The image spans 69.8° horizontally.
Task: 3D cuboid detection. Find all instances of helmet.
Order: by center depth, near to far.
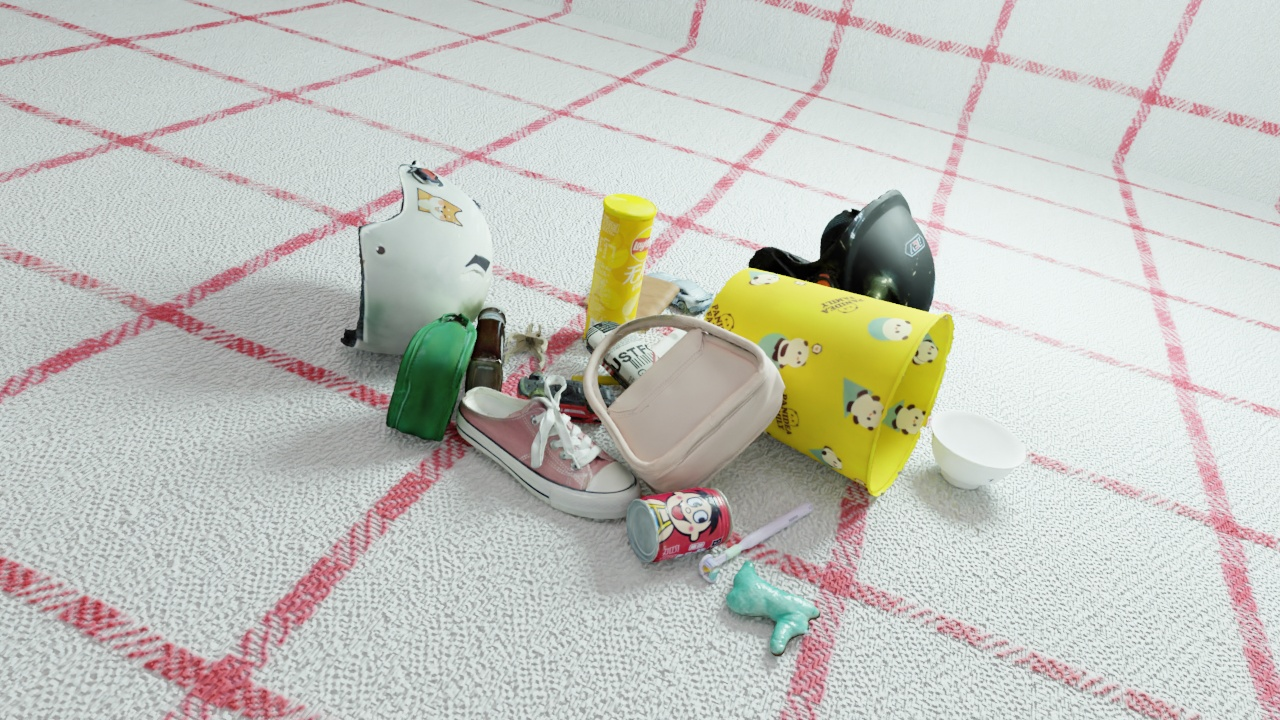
[{"bbox_3d":[-0.267,-0.119,1.172,0.157,0.231,0.273,19,37,-8],"label":"helmet"},{"bbox_3d":[0.300,-0.106,1.296,0.232,0.276,0.230,-30,77,-41],"label":"helmet"}]

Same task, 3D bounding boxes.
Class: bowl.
[{"bbox_3d":[0.412,0.122,1.152,0.118,0.065,0.118,9,31,-6],"label":"bowl"}]

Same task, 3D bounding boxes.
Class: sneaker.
[{"bbox_3d":[-0.101,0.086,1.009,0.241,0.088,0.118,29,35,19],"label":"sneaker"}]

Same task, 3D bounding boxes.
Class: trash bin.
[{"bbox_3d":[0.218,0.011,1.131,0.255,0.230,0.228,23,33,28],"label":"trash bin"}]

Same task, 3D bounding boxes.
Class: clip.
[{"bbox_3d":[-0.159,-0.024,1.224,0.095,0.035,0.102,-2,29,-24],"label":"clip"}]

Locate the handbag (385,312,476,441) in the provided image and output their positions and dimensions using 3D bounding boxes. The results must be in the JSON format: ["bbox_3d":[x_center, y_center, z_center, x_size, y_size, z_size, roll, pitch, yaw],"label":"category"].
[{"bbox_3d":[-0.235,0.019,1.039,0.068,0.131,0.120,18,26,-9],"label":"handbag"}]

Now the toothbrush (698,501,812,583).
[{"bbox_3d":[0.130,0.190,0.992,0.188,0.029,0.021,-20,6,-43],"label":"toothbrush"}]

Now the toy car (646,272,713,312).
[{"bbox_3d":[0.058,-0.111,1.437,0.121,0.037,0.054,28,35,30],"label":"toy car"}]

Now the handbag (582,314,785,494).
[{"bbox_3d":[0.028,0.028,1.052,0.193,0.093,0.234,-43,51,-8],"label":"handbag"}]

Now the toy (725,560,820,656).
[{"bbox_3d":[0.128,0.243,0.896,0.092,0.030,0.096,19,38,15],"label":"toy"}]

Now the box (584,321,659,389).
[{"bbox_3d":[-0.006,0.005,1.185,0.164,0.052,0.068,41,32,22],"label":"box"}]

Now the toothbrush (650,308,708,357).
[{"bbox_3d":[0.055,-0.032,1.315,0.027,0.026,0.220,33,36,14],"label":"toothbrush"}]

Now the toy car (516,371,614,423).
[{"bbox_3d":[-0.092,0.049,1.117,0.120,0.045,0.052,10,29,-13],"label":"toy car"}]

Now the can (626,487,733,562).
[{"bbox_3d":[0.041,0.168,0.949,0.093,0.067,0.066,-6,36,-27],"label":"can"}]

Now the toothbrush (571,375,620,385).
[{"bbox_3d":[0.002,0.030,1.209,0.190,0.016,0.016,1,39,-17],"label":"toothbrush"}]

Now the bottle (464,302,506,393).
[{"bbox_3d":[-0.192,-0.018,1.159,0.044,0.080,0.194,6,28,-9],"label":"bottle"}]

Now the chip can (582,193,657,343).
[{"bbox_3d":[-0.030,-0.114,1.239,0.072,0.214,0.072,8,30,-5],"label":"chip can"}]

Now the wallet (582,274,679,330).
[{"bbox_3d":[-0.013,-0.096,1.383,0.115,0.020,0.101,21,48,20],"label":"wallet"}]
